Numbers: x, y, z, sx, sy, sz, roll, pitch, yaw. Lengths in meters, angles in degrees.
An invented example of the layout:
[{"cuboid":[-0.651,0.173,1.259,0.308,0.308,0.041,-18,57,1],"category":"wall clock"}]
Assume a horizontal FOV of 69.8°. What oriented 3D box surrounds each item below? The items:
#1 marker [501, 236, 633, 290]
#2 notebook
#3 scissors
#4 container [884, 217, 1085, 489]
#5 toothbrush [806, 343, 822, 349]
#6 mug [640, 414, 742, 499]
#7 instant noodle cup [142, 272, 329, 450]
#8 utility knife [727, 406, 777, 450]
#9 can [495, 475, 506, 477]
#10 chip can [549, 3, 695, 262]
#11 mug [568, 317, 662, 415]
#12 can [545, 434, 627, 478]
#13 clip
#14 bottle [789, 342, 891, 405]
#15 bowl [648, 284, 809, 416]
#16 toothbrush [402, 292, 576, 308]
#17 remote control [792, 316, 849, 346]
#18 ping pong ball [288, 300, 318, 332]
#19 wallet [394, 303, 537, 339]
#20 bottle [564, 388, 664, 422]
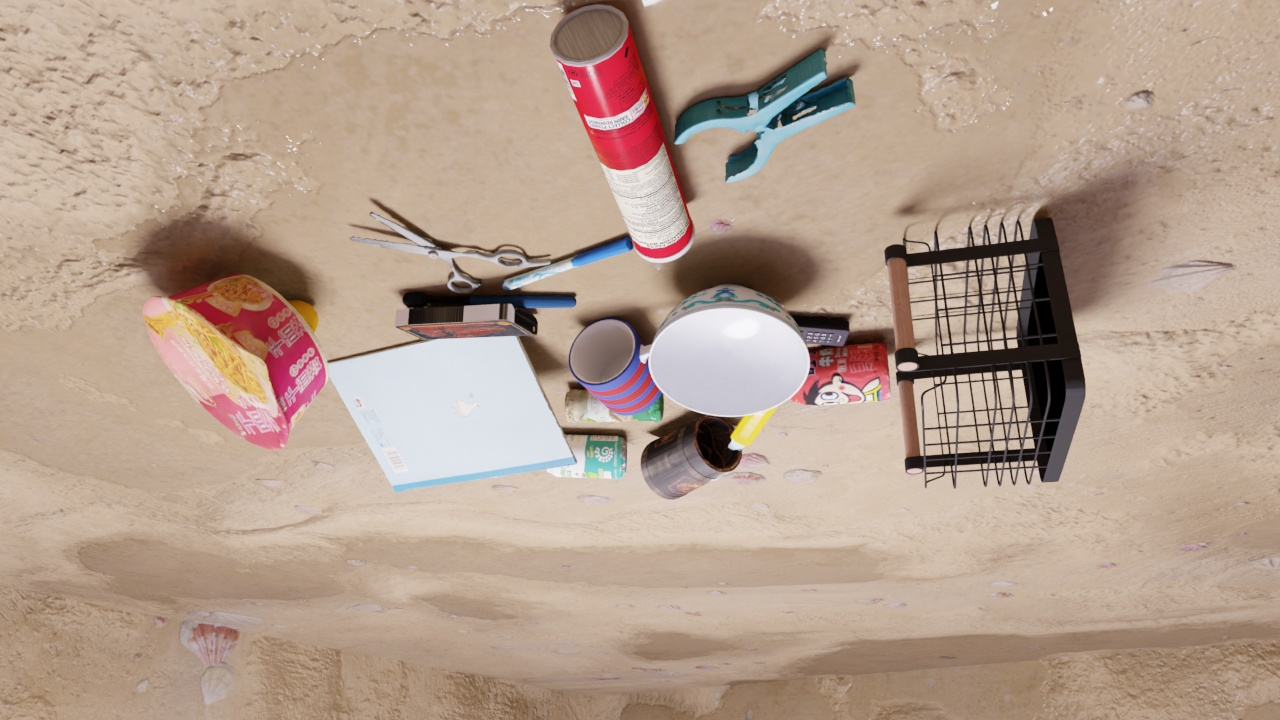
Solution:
[{"cuboid":[-0.068,-0.085,0.823,0.142,0.013,0.013,-15,148,30],"category":"marker"},{"cuboid":[-0.212,0.059,1.012,0.254,0.009,0.181,-11,116,24],"category":"notebook"},{"cuboid":[-0.165,-0.097,0.808,0.162,0.014,0.141,-5,155,13],"category":"scissors"},{"cuboid":[0.289,0.003,0.797,0.130,0.162,0.241,-6,152,15],"category":"container"},{"cuboid":[0.103,-0.016,0.936,0.167,0.016,0.016,-3,152,9],"category":"toothbrush"},{"cuboid":[0.076,0.115,1.142,0.115,0.080,0.107,-12,165,-40],"category":"mug"},{"cuboid":[-0.372,-0.007,0.867,0.179,0.077,0.179,24,139,22],"category":"instant noodle cup"},{"cuboid":[0.134,0.055,1.034,0.030,0.017,0.165,30,133,4],"category":"utility knife"},{"cuboid":[-0.202,0.091,1.111,0.070,0.070,0.132,-10,150,23],"category":"can"},{"cuboid":[-0.006,-0.150,0.649,0.052,0.051,0.215,-4,151,13],"category":"chip can"},{"cuboid":[-0.006,0.005,0.920,0.112,0.074,0.076,-6,151,23],"category":"mug"},{"cuboid":[-0.069,0.123,1.176,0.101,0.054,0.055,2,153,2],"category":"can"},{"cuboid":[0.069,-0.173,0.630,0.121,0.031,0.130,18,149,-19],"category":"clip"},{"cuboid":[0.185,0.017,0.943,0.138,0.061,0.062,-6,151,15],"category":"bottle"},{"cuboid":[0.082,-0.022,0.847,0.144,0.074,0.144,3,138,3],"category":"bowl"},{"cuboid":[-0.145,-0.057,0.881,0.168,0.014,0.014,1,164,1],"category":"toothbrush"},{"cuboid":[0.135,-0.032,0.903,0.136,0.015,0.032,5,153,2],"category":"remote control"},{"cuboid":[-0.338,-0.040,0.903,0.040,0.040,0.040,2,153,1],"category":"ping pong ball"},{"cuboid":[-0.169,-0.037,0.894,0.123,0.019,0.072,-2,168,16],"category":"wallet"},{"cuboid":[-0.030,0.051,1.048,0.111,0.043,0.043,-1,152,9],"category":"bottle"}]
